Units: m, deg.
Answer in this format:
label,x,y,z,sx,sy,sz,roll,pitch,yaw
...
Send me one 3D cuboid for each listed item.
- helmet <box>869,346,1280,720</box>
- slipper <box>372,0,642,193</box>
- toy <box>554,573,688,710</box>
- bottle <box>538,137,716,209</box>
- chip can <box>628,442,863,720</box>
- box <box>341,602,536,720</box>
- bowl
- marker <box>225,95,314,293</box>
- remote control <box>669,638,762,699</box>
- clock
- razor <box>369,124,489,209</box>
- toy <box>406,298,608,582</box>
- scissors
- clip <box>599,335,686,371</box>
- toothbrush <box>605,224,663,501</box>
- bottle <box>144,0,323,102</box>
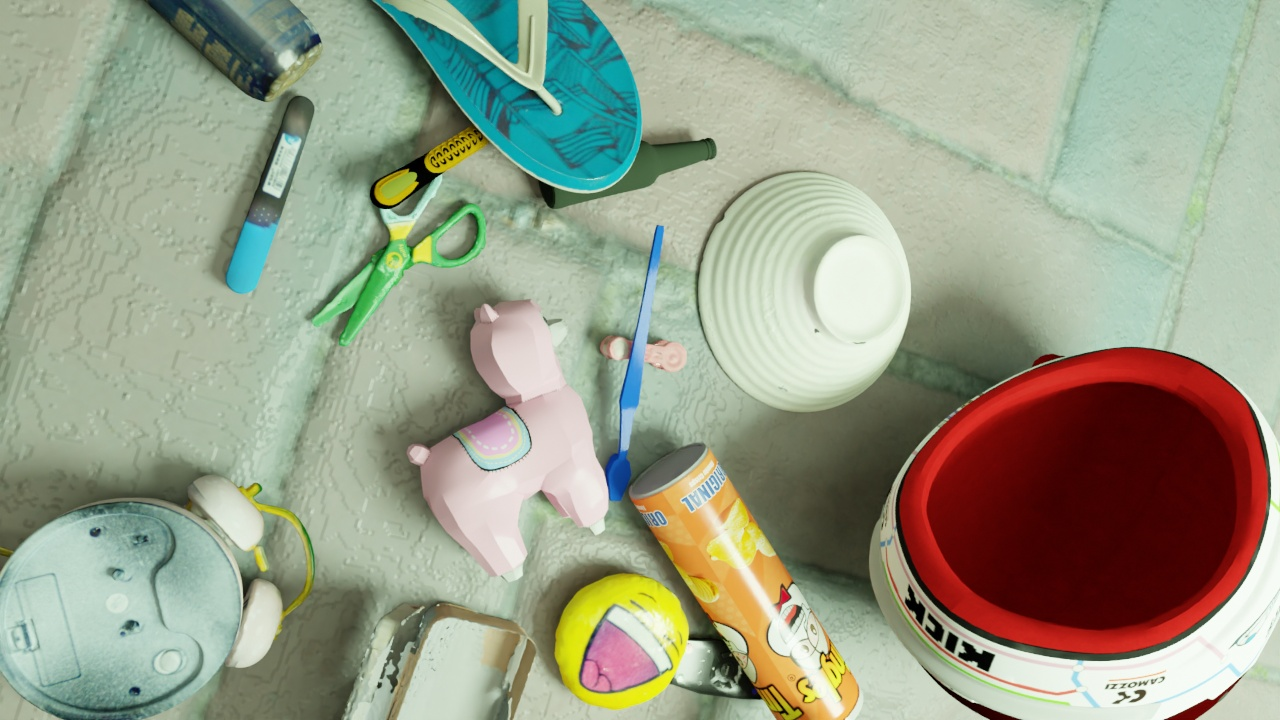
label,x,y,z,sx,sy,sz,roll,pitch,yaw
helmet,0.294,0.137,0.628,0.313,0.231,0.236,-35,140,-22
slipper,-0.105,-0.225,0.539,0.295,0.060,0.118,40,66,-12
toy,-0.012,0.188,0.615,0.094,0.041,0.095,-42,108,-11
bottle,-0.006,-0.129,0.609,0.122,0.033,0.033,-17,98,-20
chip can,0.073,0.159,0.627,0.062,0.062,0.210,-35,100,-16
box,-0.141,0.258,0.541,0.121,0.094,0.217,21,85,-24
bowl,0.135,-0.048,0.645,0.177,0.071,0.177,-1,93,-21
marker,-0.217,-0.098,0.539,0.018,0.015,0.123,20,83,-24
remote control,0.079,0.227,0.668,0.124,0.010,0.039,16,87,-21
clock,-0.263,0.126,0.507,0.157,0.059,0.117,-14,98,-20
razor,-0.108,-0.135,0.569,0.143,0.021,0.044,-41,105,-26
toy,-0.082,0.046,0.570,0.123,0.067,0.157,-25,97,-17
scissors,-0.160,-0.068,0.563,0.131,0.013,0.078,-41,104,-15
clip,0.004,-0.005,0.615,0.059,0.039,0.022,7,96,-17
toothbrush,-0.004,0.004,0.604,0.016,0.011,0.187,5,103,-20
bottle,-0.250,-0.215,0.498,0.161,0.056,0.056,44,77,-17
